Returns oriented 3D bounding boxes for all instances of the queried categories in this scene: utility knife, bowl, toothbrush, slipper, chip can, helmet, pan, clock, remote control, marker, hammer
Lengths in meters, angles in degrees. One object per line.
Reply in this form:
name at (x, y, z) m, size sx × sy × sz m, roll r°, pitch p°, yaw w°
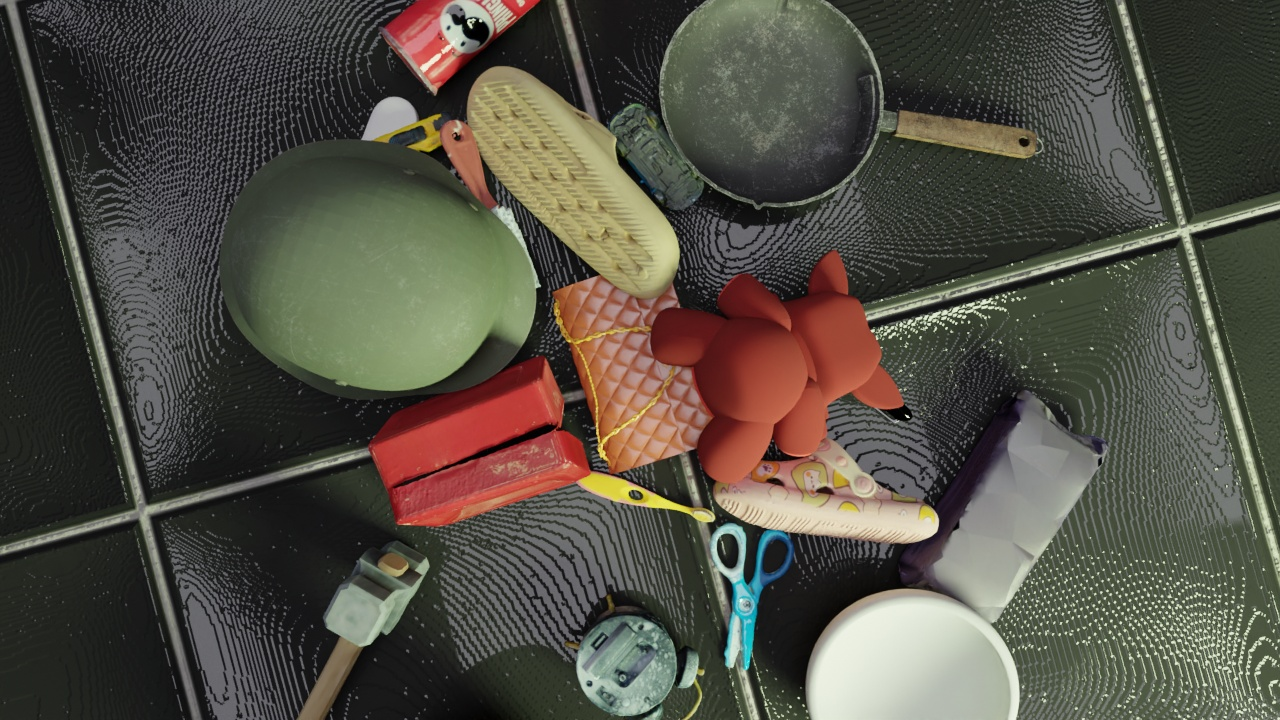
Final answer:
utility knife at (-0.239, -0.188, 0.835) m, size 0.155 × 0.017 × 0.030 m, roll -22°, pitch 80°, yaw 3°
bowl at (0.233, 0.279, 0.806) m, size 0.177 × 0.066 × 0.176 m, roll 1°, pitch 97°, yaw 6°
toothbrush at (0.004, 0.125, 0.840) m, size 0.135 × 0.016 × 0.021 m, roll 17°, pitch 91°, yaw 1°
slipper at (0.164, 0.112, 0.812) m, size 0.197 × 0.093 × 0.081 m, roll 10°, pitch 69°, yaw -1°
chip can at (-0.121, -0.341, 0.821) m, size 0.233 × 0.073 × 0.073 m, roll -41°, pitch 89°, yaw -1°
helmet at (-0.212, -0.067, 0.733) m, size 0.267 × 0.154 × 0.227 m, roll 18°, pitch 92°, yaw -13°
pan at (0.191, -0.221, 0.832) m, size 0.357 × 0.040 × 0.207 m, roll 10°, pitch 84°, yaw -7°
clock at (-0.002, 0.275, 0.820) m, size 0.129 × 0.052 × 0.090 m, roll 42°, pitch 90°, yaw 2°
remote control at (-0.244, -0.178, 0.849) m, size 0.043 × 0.013 × 0.136 m, roll 21°, pitch 89°, yaw 1°
slipper at (-0.047, -0.164, 0.798) m, size 0.079 × 0.112 × 0.261 m, roll -31°, pitch 70°, yaw -35°
marker at (0.191, 0.013, 0.840) m, size 0.138 × 0.016 × 0.022 m, roll 37°, pitch 93°, yaw 3°
hammer at (-0.288, 0.312, 0.808) m, size 0.051 × 0.117 × 0.323 m, roll 29°, pitch 98°, yaw 1°

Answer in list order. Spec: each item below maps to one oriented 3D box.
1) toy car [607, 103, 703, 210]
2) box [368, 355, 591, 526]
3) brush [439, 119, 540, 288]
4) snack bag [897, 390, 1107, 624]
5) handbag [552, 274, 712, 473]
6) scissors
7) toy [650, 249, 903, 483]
toy car at (0.013, -0.184, 0.837) m, size 0.048 × 0.032 × 0.105 m, roll -42°, pitch 102°, yaw -2°
box at (-0.138, 0.066, 0.786) m, size 0.157 × 0.136 × 0.122 m, roll -18°, pitch 83°, yaw 0°
brush at (-0.134, -0.135, 0.821) m, size 0.040 × 0.030 × 0.172 m, roll -26°, pitch 100°, yaw -30°
snack bag at (0.323, 0.135, 0.816) m, size 0.096 × 0.058 × 0.205 m, roll 33°, pitch 91°, yaw 2°
handbag at (-0.004, 0.005, 0.823) m, size 0.109 × 0.060 × 0.172 m, roll -18°, pitch 89°, yaw 4°
scissors at (0.104, 0.219, 0.841) m, size 0.083 × 0.015 × 0.140 m, roll 1°, pitch 87°, yaw -2°
toy at (0.121, 0.001, 0.780) m, size 0.196 × 0.121 × 0.158 m, roll -20°, pitch 83°, yaw -30°
